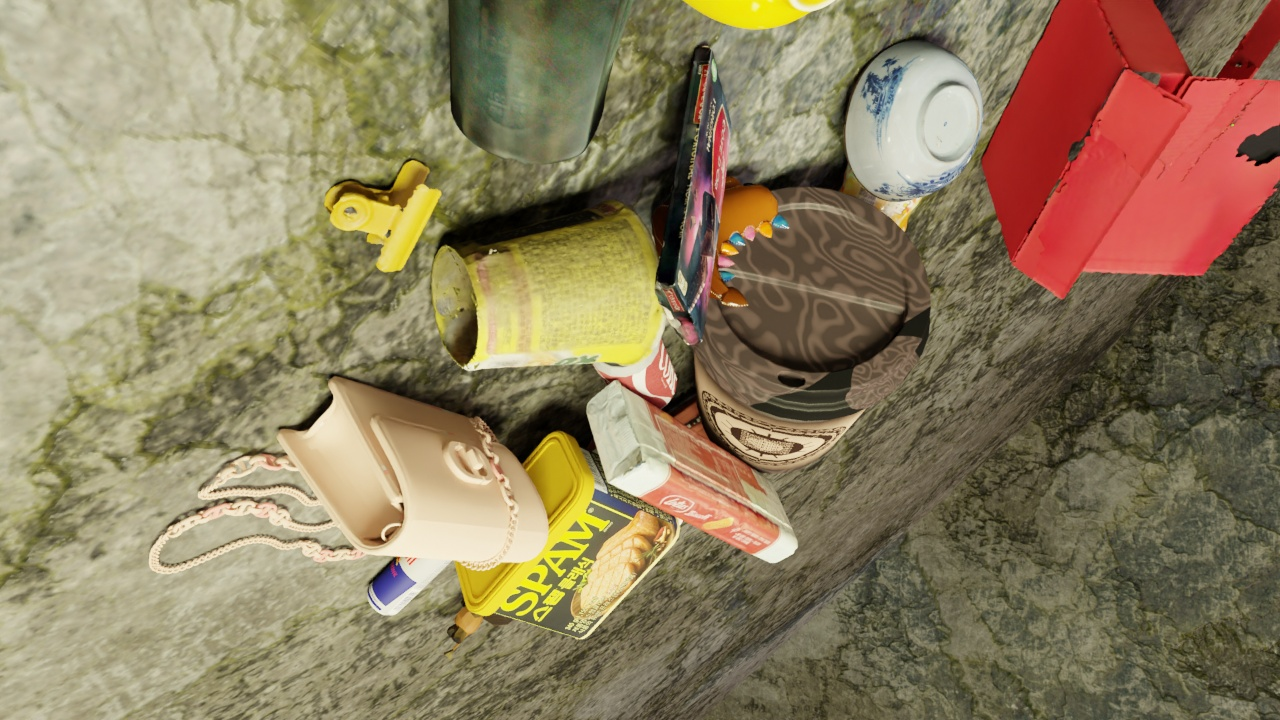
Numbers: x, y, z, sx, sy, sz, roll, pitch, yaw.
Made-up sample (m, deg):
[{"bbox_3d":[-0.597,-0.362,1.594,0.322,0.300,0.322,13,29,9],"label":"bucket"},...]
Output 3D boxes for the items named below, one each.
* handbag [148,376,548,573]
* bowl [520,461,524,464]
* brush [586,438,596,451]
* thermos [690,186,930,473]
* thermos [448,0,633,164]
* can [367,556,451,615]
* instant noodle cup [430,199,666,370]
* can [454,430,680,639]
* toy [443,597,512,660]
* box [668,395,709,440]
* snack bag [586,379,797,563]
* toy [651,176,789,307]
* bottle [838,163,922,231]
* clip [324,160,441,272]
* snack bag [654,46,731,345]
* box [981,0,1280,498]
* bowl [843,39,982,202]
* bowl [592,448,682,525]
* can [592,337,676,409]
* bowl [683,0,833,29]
[{"bbox_3d":[-0.164,0.119,0.586,0.187,0.116,0.198,-45,154,9],"label":"handbag"},{"bbox_3d":[-0.099,0.120,0.760,0.119,0.032,0.119,-41,153,-26],"label":"bowl"},{"bbox_3d":[-0.044,0.104,0.815,0.173,0.041,0.030,-56,-169,27],"label":"brush"},{"bbox_3d":[0.116,-0.005,0.725,0.172,0.172,0.226,-34,160,-14],"label":"thermos"},{"bbox_3d":[-0.032,-0.175,0.332,0.098,0.098,0.221,-26,156,-28],"label":"thermos"},{"bbox_3d":[-0.178,0.164,0.737,0.095,0.032,0.032,-44,154,8],"label":"can"},{"bbox_3d":[-0.055,-0.037,0.522,0.108,0.102,0.102,-12,143,-31],"label":"instant noodle cup"},{"bbox_3d":[-0.053,0.134,0.682,0.104,0.075,0.135,30,107,-37],"label":"can"},{"bbox_3d":[-0.149,0.232,0.854,0.100,0.062,0.076,-48,-166,-18],"label":"toy"},{"bbox_3d":[0.061,0.060,0.847,0.187,0.078,0.054,-32,126,-13],"label":"box"},{"bbox_3d":[0.045,0.093,0.705,0.041,0.077,0.225,-37,138,20],"label":"snack bag"},{"bbox_3d":[0.059,-0.078,0.596,0.090,0.103,0.071,-21,148,-22],"label":"toy"},{"bbox_3d":[0.193,-0.146,0.710,0.063,0.063,0.109,-6,127,-49],"label":"bottle"},{"bbox_3d":[-0.125,-0.069,0.443,0.054,0.045,0.048,-53,177,27],"label":"clip"},{"bbox_3d":[0.032,-0.093,0.520,0.074,0.018,0.155,56,39,-63],"label":"snack bag"},{"bbox_3d":[0.412,-0.097,0.701,0.107,0.409,0.212,-18,148,-16],"label":"box"},{"bbox_3d":[0.203,-0.166,0.645,0.114,0.045,0.114,-9,110,-26],"label":"bowl"},{"bbox_3d":[-0.016,0.111,0.761,0.104,0.054,0.105,-9,124,-14],"label":"bowl"},{"bbox_3d":[-0.004,0.004,0.693,0.054,0.054,0.096,-38,154,-6],"label":"can"},{"bbox_3d":[0.071,-0.210,0.437,0.117,0.067,0.117,-31,153,-19],"label":"bowl"}]
